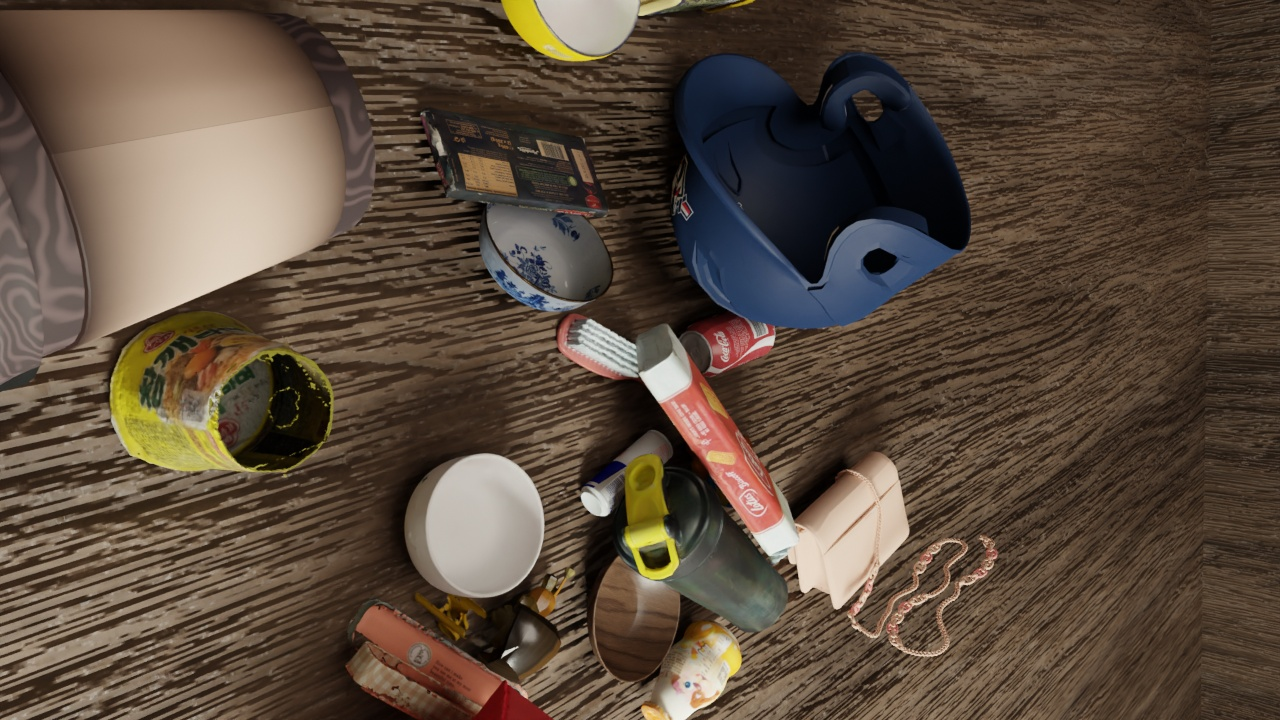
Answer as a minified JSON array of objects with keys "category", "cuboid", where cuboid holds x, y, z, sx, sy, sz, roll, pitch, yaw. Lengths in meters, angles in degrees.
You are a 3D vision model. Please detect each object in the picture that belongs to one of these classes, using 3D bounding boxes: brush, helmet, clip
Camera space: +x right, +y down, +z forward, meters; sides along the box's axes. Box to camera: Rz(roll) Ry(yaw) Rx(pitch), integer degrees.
[{"category":"brush","cuboid":[-0.005,0.005,0.814,0.172,0.030,0.041,30,73,-43]},{"category":"helmet","cuboid":[0.124,-0.145,0.800,0.272,0.224,0.231,34,45,-32]},{"category":"clip","cuboid":[-0.143,0.192,0.686,0.045,0.054,0.049,-7,124,-65]}]

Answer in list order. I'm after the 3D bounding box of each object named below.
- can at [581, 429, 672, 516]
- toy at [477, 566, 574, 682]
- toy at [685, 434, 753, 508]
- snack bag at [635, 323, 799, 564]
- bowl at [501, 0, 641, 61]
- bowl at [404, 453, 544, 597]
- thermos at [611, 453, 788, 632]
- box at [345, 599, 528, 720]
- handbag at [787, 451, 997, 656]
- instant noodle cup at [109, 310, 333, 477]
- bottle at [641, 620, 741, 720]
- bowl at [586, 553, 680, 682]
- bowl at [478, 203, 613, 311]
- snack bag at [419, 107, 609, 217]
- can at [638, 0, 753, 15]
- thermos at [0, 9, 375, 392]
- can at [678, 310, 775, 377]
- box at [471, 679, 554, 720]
[{"category":"can","cuboid":[-0.012,0.099,0.813,0.095,0.032,0.032,-38,119,-36]},{"category":"toy","cuboid":[-0.086,0.206,0.735,0.099,0.062,0.076,-57,166,-34]},{"category":"toy","cuboid":[0.083,0.093,0.908,0.090,0.071,0.102,50,36,-21]},{"category":"snack bag","cuboid":[0.068,0.072,0.798,0.041,0.077,0.225,-32,113,11]},{"category":"bowl","cuboid":[-0.063,-0.287,0.703,0.117,0.068,0.117,-5,98,-45]},{"category":"bowl","cuboid":[-0.127,0.122,0.678,0.104,0.054,0.104,14,70,-43]},{"category":"thermos","cuboid":[0.056,0.172,0.808,0.221,0.098,0.098,48,61,-44]},{"category":"box","cuboid":[-0.141,0.245,0.684,0.187,0.054,0.078,48,29,-38]},{"category":"handbag","cuboid":[0.282,0.192,1.005,0.198,0.187,0.117,-34,123,-33]},{"category":"instant noodle cup","cuboid":[-0.235,0.024,0.528,0.102,0.108,0.102,-7,99,-47]},{"category":"bottle","cuboid":[0.047,0.299,0.868,0.108,0.063,0.063,-40,120,-35]},{"category":"bowl","cuboid":[-0.013,0.222,0.818,0.119,0.032,0.119,4,84,-50]},{"category":"bowl","cuboid":[-0.080,-0.078,0.705,0.114,0.045,0.114,26,42,-26]},{"category":"snack bag","cuboid":[-0.091,-0.150,0.699,0.155,0.018,0.074,-1,64,-44]},{"category":"can","cuboid":[0.037,-0.372,0.792,0.104,0.075,0.135,-24,110,-39]},{"category":"thermos","cuboid":[-0.264,-0.096,0.458,0.225,0.173,0.173,-31,115,-46]},{"category":"can","cuboid":[0.083,-0.019,0.882,0.096,0.054,0.054,-20,108,-42]},{"category":"box","cuboid":[-0.086,0.355,0.476,0.107,0.410,0.211,40,86,-27]}]
